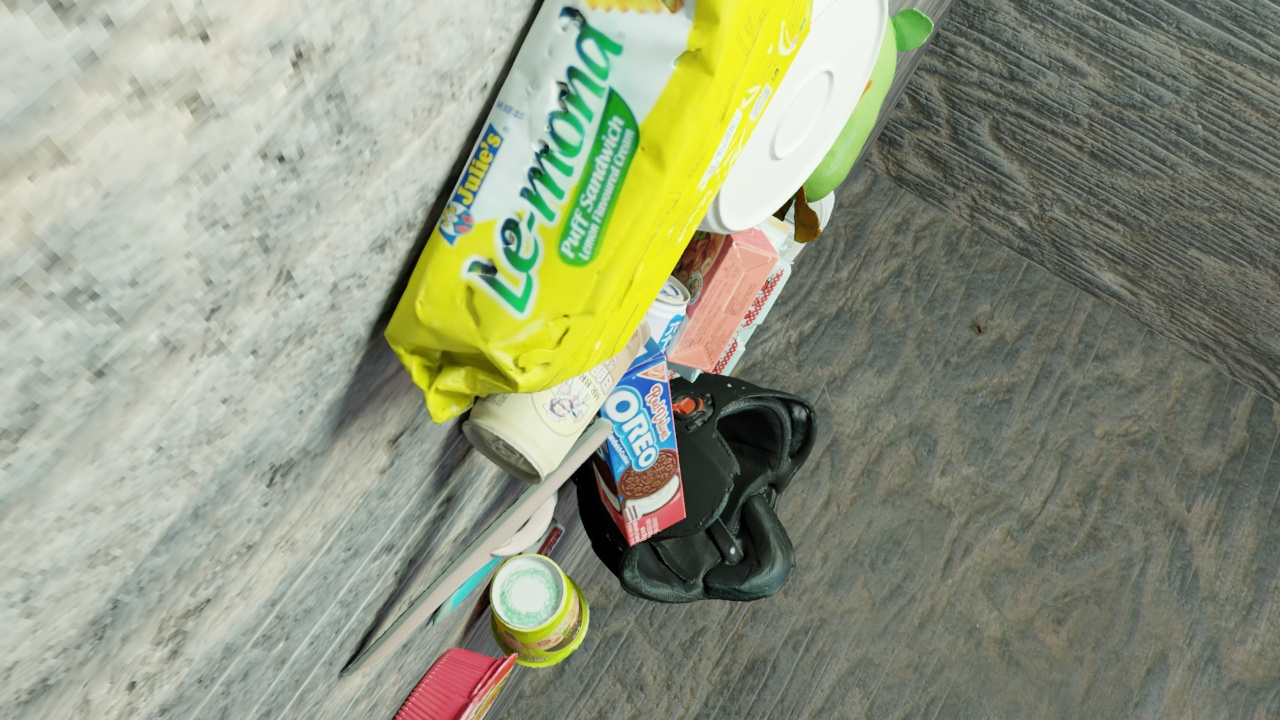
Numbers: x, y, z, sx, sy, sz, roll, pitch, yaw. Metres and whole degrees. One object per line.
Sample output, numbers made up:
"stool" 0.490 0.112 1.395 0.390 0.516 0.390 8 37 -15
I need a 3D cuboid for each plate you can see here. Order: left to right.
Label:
"plate" 0.087 -0.165 0.576 0.204 0.045 0.205 -44 159 -21

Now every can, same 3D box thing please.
"can" -0.046 0.009 0.530 0.116 0.058 0.059 -54 172 -24
"can" -0.013 -0.005 0.709 0.135 0.053 0.053 -62 172 28

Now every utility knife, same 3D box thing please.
"utility knife" -0.132 0.176 0.833 0.186 0.013 0.029 -44 166 -55

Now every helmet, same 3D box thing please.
"helmet" 0.057 0.126 0.988 0.274 0.230 0.233 -48 142 -9

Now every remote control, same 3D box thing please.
"remote control" -0.113 0.214 1.085 0.055 0.020 0.136 -57 172 -13

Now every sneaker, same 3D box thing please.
"sneaker" 0.148 -0.138 1.119 0.090 0.089 0.243 -48 175 -30

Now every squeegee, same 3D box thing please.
"squeegee" -0.080 0.105 0.680 0.248 0.040 0.249 -46 -177 14

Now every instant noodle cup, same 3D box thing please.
"instant noodle cup" -0.207 0.369 0.943 0.193 0.066 0.194 -56 171 -13
"instant noodle cup" -0.115 0.264 0.989 0.111 0.112 0.124 -55 164 -22

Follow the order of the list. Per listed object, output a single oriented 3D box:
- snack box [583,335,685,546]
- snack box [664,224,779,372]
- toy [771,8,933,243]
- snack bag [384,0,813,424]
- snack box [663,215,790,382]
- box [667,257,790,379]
"snack box" -0.009 0.056 0.683 0.057 0.058 0.208 -25 141 -14
"snack box" 0.049 -0.074 0.737 0.113 0.044 0.127 -62 -154 28
"toy" 0.182 -0.233 0.898 0.247 0.090 0.227 -65 -171 4
"snack bag" -0.001 -0.093 0.378 0.247 0.068 0.157 -61 172 14
"snack box" 0.064 -0.071 0.856 0.174 0.074 0.052 -55 171 -19
"box" 0.088 -0.049 1.015 0.095 0.098 0.202 -47 168 -54
